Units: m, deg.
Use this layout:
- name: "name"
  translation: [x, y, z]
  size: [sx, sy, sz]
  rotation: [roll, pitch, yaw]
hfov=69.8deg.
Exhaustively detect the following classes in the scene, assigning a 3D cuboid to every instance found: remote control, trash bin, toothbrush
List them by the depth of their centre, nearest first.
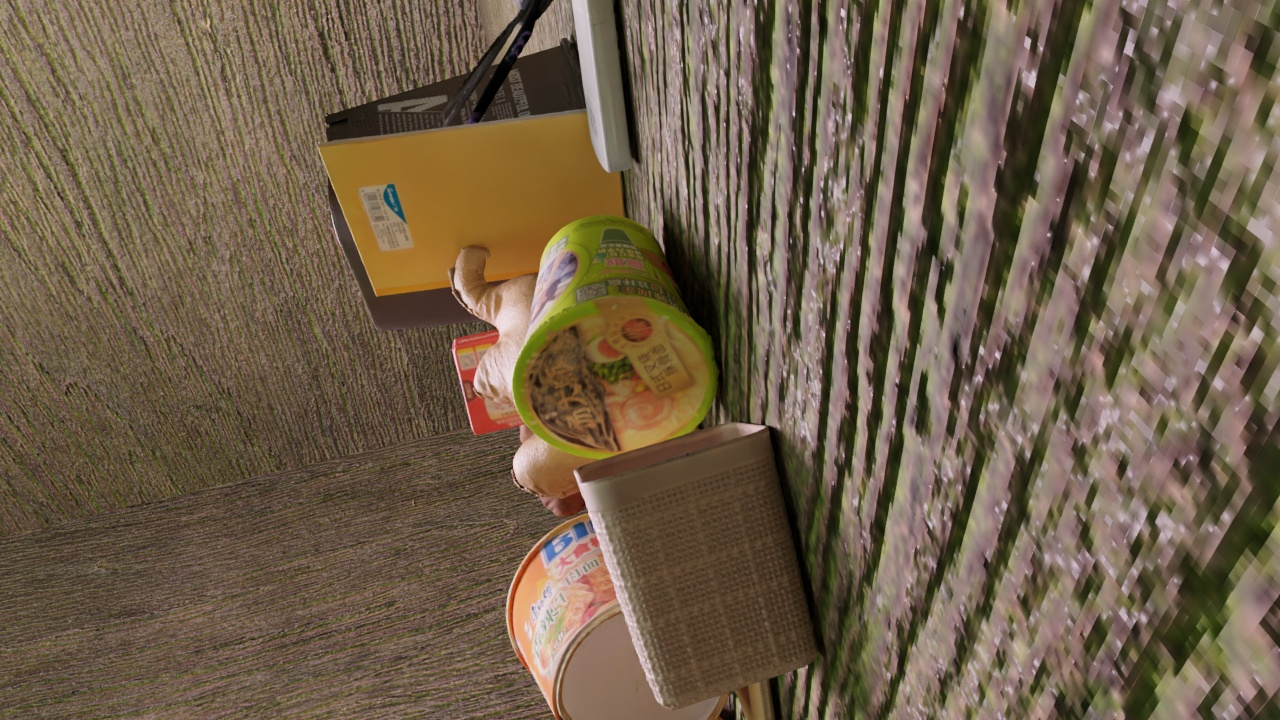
- name: "remote control"
  translation: [-0.025, -0.195, 0.578]
  size: [0.058, 0.021, 0.150]
  rotation: [-113, 12, -52]
- name: "toothbrush"
  translation: [-0.091, -0.214, 0.652]
  size: [0.017, 0.189, 0.014]
  rotation: [45, -155, 19]
- name: "trash bin"
  translation: [-0.141, -0.140, 0.795]
  size: [0.199, 0.219, 0.198]
  rotation: [86, 170, -51]

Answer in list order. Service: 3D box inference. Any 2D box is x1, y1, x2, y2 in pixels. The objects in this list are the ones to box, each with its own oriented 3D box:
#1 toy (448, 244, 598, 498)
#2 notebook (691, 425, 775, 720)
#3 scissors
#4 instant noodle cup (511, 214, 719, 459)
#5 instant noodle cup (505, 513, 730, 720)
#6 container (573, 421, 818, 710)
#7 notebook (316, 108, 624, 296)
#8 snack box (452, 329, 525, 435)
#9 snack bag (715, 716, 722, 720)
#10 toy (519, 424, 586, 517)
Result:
- name: "toy"
  translation: [-0.057, -0.011, 0.653]
  size: [0.226, 0.143, 0.082]
  rotation: [58, 175, 35]
- name: "notebook"
  translation: [0.059, 0.153, 0.602]
  size: [0.149, 0.012, 0.212]
  rotation: [-115, 14, -66]
- name: "scissors"
  translation: [-0.097, -0.237, 0.660]
  size: [0.166, 0.014, 0.162]
  rotation: [-50, 7, 42]
- name: "instant noodle cup"
  translation: [-0.018, -0.024, 0.538]
  size: [0.123, 0.111, 0.112]
  rotation: [-98, 1, -52]
- name: "instant noodle cup"
  translation: [-0.010, 0.193, 0.630]
  size: [0.111, 0.151, 0.151]
  rotation: [-140, 37, -70]
- name: "container"
  translation: [0.027, 0.096, 0.446]
  size: [0.090, 0.090, 0.111]
  rotation: [168, 86, -83]
- name: "notebook"
  translation: [-0.115, -0.114, 0.685]
  size: [0.146, 0.206, 0.010]
  rotation: [84, 178, -48]
- name: "snack box"
  translation: [-0.066, 0.005, 0.728]
  size: [0.025, 0.153, 0.075]
  rotation: [-118, 17, -69]
- name: "snack bag"
  translation: [0.058, 0.361, 0.831]
  size: [0.208, 0.073, 0.128]
  rotation: [75, 178, -65]
- name: "toy"
  translation: [-0.051, 0.054, 0.811]
  size: [0.140, 0.131, 0.199]
  rotation: [33, -148, -51]
